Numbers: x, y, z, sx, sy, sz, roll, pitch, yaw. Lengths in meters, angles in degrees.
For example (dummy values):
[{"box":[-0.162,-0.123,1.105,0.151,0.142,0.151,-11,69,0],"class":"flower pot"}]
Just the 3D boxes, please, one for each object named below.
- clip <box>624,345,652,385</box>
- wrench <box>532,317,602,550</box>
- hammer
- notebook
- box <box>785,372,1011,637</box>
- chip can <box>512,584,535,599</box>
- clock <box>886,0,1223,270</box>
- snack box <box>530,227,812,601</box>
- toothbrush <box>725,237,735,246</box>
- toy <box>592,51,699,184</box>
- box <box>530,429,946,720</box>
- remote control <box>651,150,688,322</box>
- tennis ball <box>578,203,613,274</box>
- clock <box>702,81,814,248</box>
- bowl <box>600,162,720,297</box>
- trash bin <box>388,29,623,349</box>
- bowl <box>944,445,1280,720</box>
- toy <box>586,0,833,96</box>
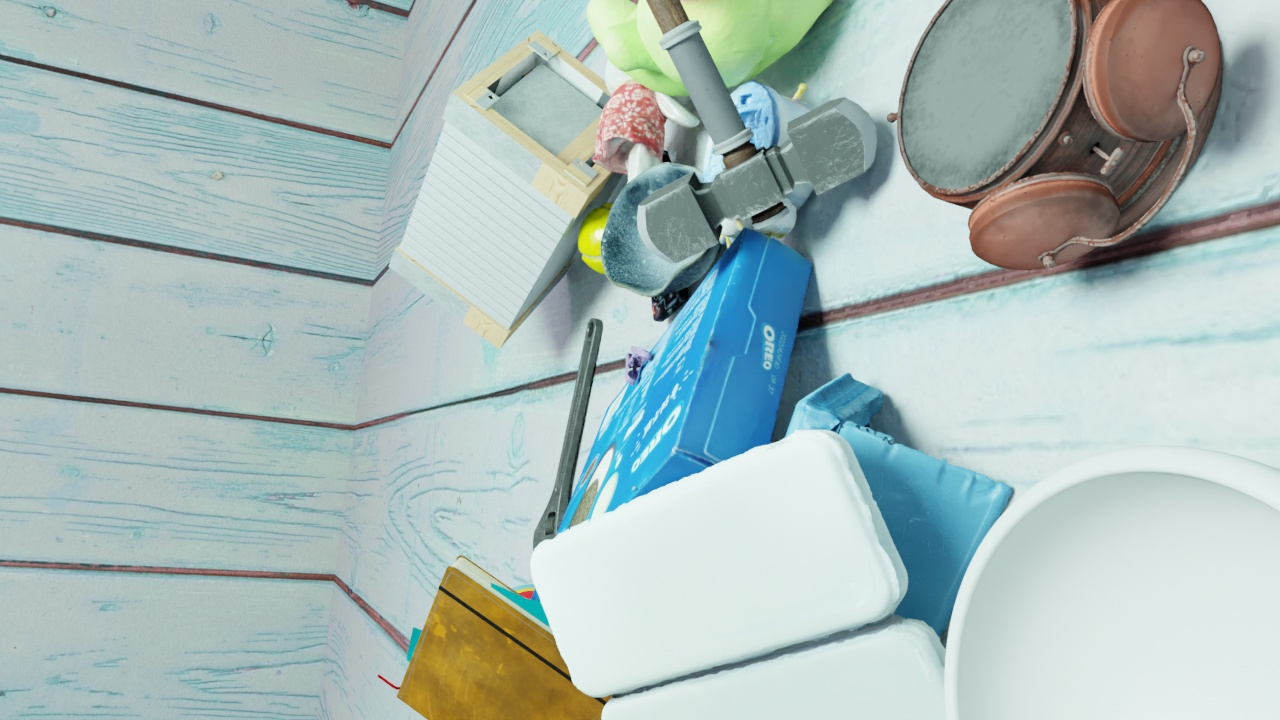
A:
[{"box":[0.000,-0.003,0.670,0.043,0.014,0.051,-55,10,35],"class":"clip"},{"box":[-0.073,0.091,0.937,0.073,0.018,0.273,20,99,66],"class":"wrench"},{"box":[0.005,-0.222,0.526,0.156,0.322,0.043,-24,16,18],"class":"hammer"},{"box":[-0.060,0.243,0.632,0.014,0.249,0.179,-44,-17,-55],"class":"notebook"},{"box":[0.108,0.136,0.500,0.112,0.094,0.232,25,108,21],"class":"box"},{"box":[-0.077,0.287,0.796,0.213,0.087,0.087,-135,57,-62],"class":"chip can"},{"box":[0.175,-0.104,0.386,0.157,0.072,0.121,-110,37,-49],"class":"clock"},{"box":[0.017,0.053,0.613,0.240,0.056,0.195,-52,12,47],"class":"snack box"},{"box":[0.066,-0.153,0.712,0.016,0.022,0.154,-13,63,19],"class":"toothbrush"},{"box":[0.008,-0.227,0.777,0.159,0.084,0.194,-15,61,45],"class":"toy"},{"box":[0.048,0.148,0.459,0.210,0.045,0.191,-26,86,34],"class":"box"},{"box":[0.022,-0.108,0.790,0.047,0.022,0.150,-42,47,54],"class":"remote control"},{"box":[-0.024,-0.110,0.834,0.065,0.065,0.065,-172,90,-66],"class":"tennis ball"},{"box":[0.080,-0.126,0.628,0.089,0.052,0.125,27,106,64],"class":"clock"},{"box":[0.025,-0.095,0.719,0.111,0.055,0.110,-16,64,36],"class":"bowl"},{"box":[-0.121,-0.161,0.904,0.142,0.142,0.248,-55,3,-41],"class":"trash bin"},{"box":[0.184,0.118,0.296,0.177,0.066,0.176,-172,90,-66],"class":"bowl"},{"box":[0.051,-0.239,0.645,0.197,0.150,0.107,-138,32,-62],"class":"toy"}]
